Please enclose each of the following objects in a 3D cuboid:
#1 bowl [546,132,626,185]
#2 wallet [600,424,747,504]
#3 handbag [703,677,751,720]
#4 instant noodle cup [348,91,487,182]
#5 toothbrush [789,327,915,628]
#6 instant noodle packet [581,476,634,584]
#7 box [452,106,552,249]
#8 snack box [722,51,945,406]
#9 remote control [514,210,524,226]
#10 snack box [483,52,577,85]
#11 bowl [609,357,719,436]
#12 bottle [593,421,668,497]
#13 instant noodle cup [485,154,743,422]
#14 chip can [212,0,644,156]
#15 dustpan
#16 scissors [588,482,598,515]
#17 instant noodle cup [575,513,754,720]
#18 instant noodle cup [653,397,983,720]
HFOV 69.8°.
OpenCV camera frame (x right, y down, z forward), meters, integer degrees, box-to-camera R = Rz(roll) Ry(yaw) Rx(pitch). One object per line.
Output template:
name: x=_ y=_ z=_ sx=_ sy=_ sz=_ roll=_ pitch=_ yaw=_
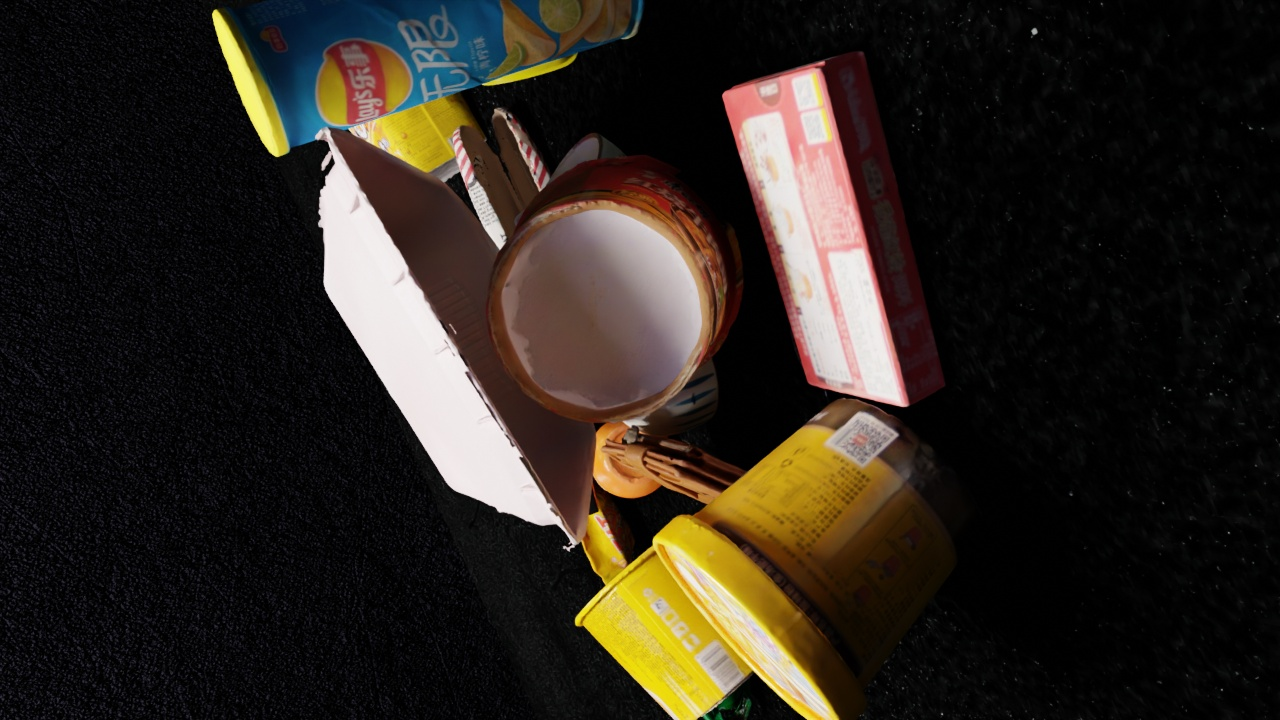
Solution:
bowl: x=-0.031 y=-0.082 z=0.593 sx=0.062 sy=0.113 sz=0.114 roll=27 pitch=171 yaw=-21
wallet: x=0.042 y=0.076 z=0.597 sx=0.107 sy=0.031 sz=0.132 roll=26 pitch=170 yaw=-21
handbag: x=0.045 y=0.252 z=0.822 sx=0.131 sy=0.067 sz=0.120 roll=30 pitch=147 yaw=55
instant noodle cup: x=-0.211 y=-0.225 z=0.839 sx=0.123 sy=0.115 sz=0.116 roll=54 pitch=160 yaw=-6
toothbrush: x=0.117 y=0.064 z=0.500 sx=0.016 sy=0.014 sz=0.189 roll=6 pitch=120 yaw=68
instant noodle packet: x=-0.044 y=0.152 z=0.913 sx=0.110 sy=0.044 sz=0.128 roll=-35 pitch=-78 yaw=-84
box: x=-0.103 y=-0.114 z=0.732 sx=0.163 sy=0.082 sz=0.075 roll=63 pitch=166 yaw=-3
snack box: x=0.087 y=-0.056 z=0.417 sx=0.075 sy=0.025 sz=0.153 roll=16 pitch=128 yaw=64
remote control: x=-0.044 y=-0.050 z=0.694 sx=0.021 sy=0.058 sz=0.150 roll=15 pitch=128 yaw=61
snack box: x=-0.084 y=-0.228 z=0.570 sx=0.080 sy=0.082 sz=0.091 roll=-121 pitch=18 yaw=-55
bowl: x=-0.004 y=0.004 z=0.646 sx=0.116 sy=0.066 sz=0.117 roll=50 pitch=155 yaw=33
bottle: x=-0.015 y=0.086 z=0.782 sx=0.066 sy=0.066 sz=0.150 roll=62 pitch=167 yaw=6
instant noodle cup: x=-0.016 y=-0.033 z=0.481 sx=0.108 sy=0.138 sz=0.138 roll=-67 pitch=-43 yaw=-73
chip can: x=-0.104 y=-0.174 z=0.480 sx=0.071 sy=0.209 sz=0.071 roll=50 pitch=155 yaw=34
dustpan: x=-0.083 y=-0.028 z=0.543 sx=0.222 sy=0.138 sz=0.274 roll=61 pitch=156 yaw=-8
scissors: x=-0.065 y=0.043 z=0.789 sx=0.233 sy=0.021 sz=0.221 roll=-107 pitch=6 yaw=-63
instant noodle cup: x=0.039 y=0.191 z=0.678 sx=0.110 sy=0.137 sz=0.138 roll=49 pitch=156 yaw=15
instant noodle cup: x=0.086 y=0.089 z=0.429 sx=0.118 sy=0.114 sz=0.119 roll=44 pitch=166 yaw=14
